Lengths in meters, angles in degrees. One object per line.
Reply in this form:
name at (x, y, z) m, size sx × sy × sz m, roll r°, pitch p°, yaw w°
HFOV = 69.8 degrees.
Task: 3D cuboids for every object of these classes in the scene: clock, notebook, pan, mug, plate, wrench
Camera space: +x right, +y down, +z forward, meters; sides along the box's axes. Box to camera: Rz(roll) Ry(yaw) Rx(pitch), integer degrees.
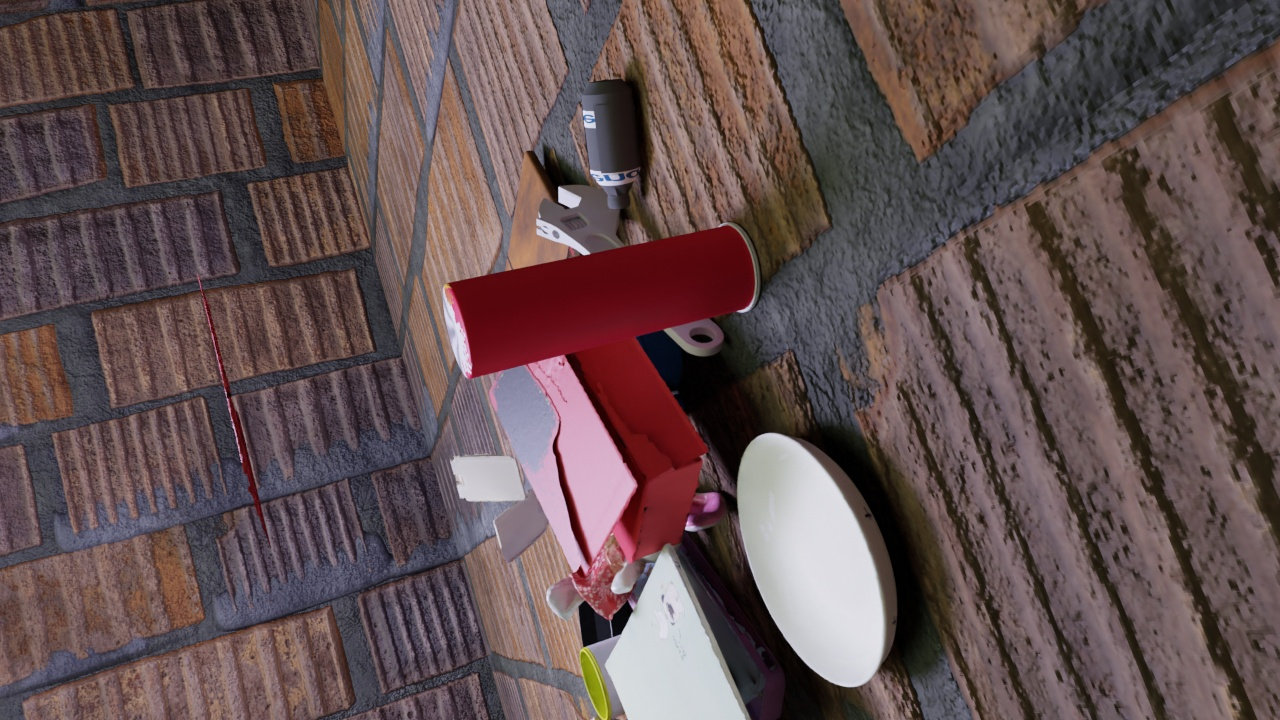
clock at (-0.005, 0.005, 0.877) m, size 0.117 × 0.060 × 0.161 m, roll 30°, pitch 132°, yaw 61°
notebook at (-0.111, -0.103, 1.013) m, size 0.249 × 0.014 × 0.179 m, roll -119°, pitch 37°, yaw -53°
pan at (-0.065, 0.313, 1.256) m, size 0.356 × 0.034 × 0.226 m, roll -116°, pitch 26°, yaw -55°
notebook at (0.029, 0.302, 0.816) m, size 0.181 × 0.010 × 0.253 m, roll 63°, pitch 150°, yaw 32°
mug at (-0.005, 0.350, 1.042) m, size 0.083 × 0.106 × 0.082 m, roll 165°, pitch 90°, yaw -70°
plate at (0.128, 0.136, 0.651) m, size 0.183 × 0.034 × 0.182 m, roll 165°, pitch 90°, yaw -70°
wrench at (-0.007, -0.088, 0.826) m, size 0.273 × 0.086 × 0.018 m, roll 44°, pitch 145°, yaw 37°

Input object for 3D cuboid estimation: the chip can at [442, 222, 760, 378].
chip can at (-0.026, -0.045, 0.661) m, size 0.069 × 0.220 × 0.069 m, roll 165°, pitch 90°, yaw -70°

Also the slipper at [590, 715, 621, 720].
slipper at (0.023, 0.465, 0.978) m, size 0.239 × 0.064 × 0.094 m, roll 24°, pitch 174°, yaw 37°

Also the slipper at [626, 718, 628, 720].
slipper at (0.003, 0.505, 1.151) m, size 0.253 × 0.095 × 0.105 m, roll 93°, pitch 156°, yaw -47°

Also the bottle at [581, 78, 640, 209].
bottle at (-0.025, -0.190, 0.810) m, size 0.047 × 0.047 × 0.112 m, roll -143°, pitch 42°, yaw -59°

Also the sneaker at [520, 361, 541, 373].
sneaker at (-0.105, -0.013, 1.094) m, size 0.235 × 0.079 × 0.084 m, roll -168°, pitch 66°, yaw -67°

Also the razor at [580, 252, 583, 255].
razor at (-0.062, -0.104, 0.974) m, size 0.067 × 0.053 × 0.151 m, roll 114°, pitch 145°, yaw -42°

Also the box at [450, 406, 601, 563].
box at (-0.105, 0.137, 1.034) m, size 0.069 × 0.191 × 0.143 m, roll 37°, pitch 144°, yaw 58°

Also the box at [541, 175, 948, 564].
box at (0.071, 0.003, 0.811) m, size 0.213 × 0.325 × 0.153 m, roll 57°, pitch 170°, yaw 34°

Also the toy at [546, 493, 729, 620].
toy at (-0.010, 0.169, 0.873) m, size 0.084 × 0.194 × 0.159 m, roll 40°, pitch -174°, yaw -33°

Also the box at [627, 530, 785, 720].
box at (0.057, 0.246, 0.874) m, size 0.214 × 0.096 × 0.077 m, roll 51°, pitch 122°, yaw 48°
